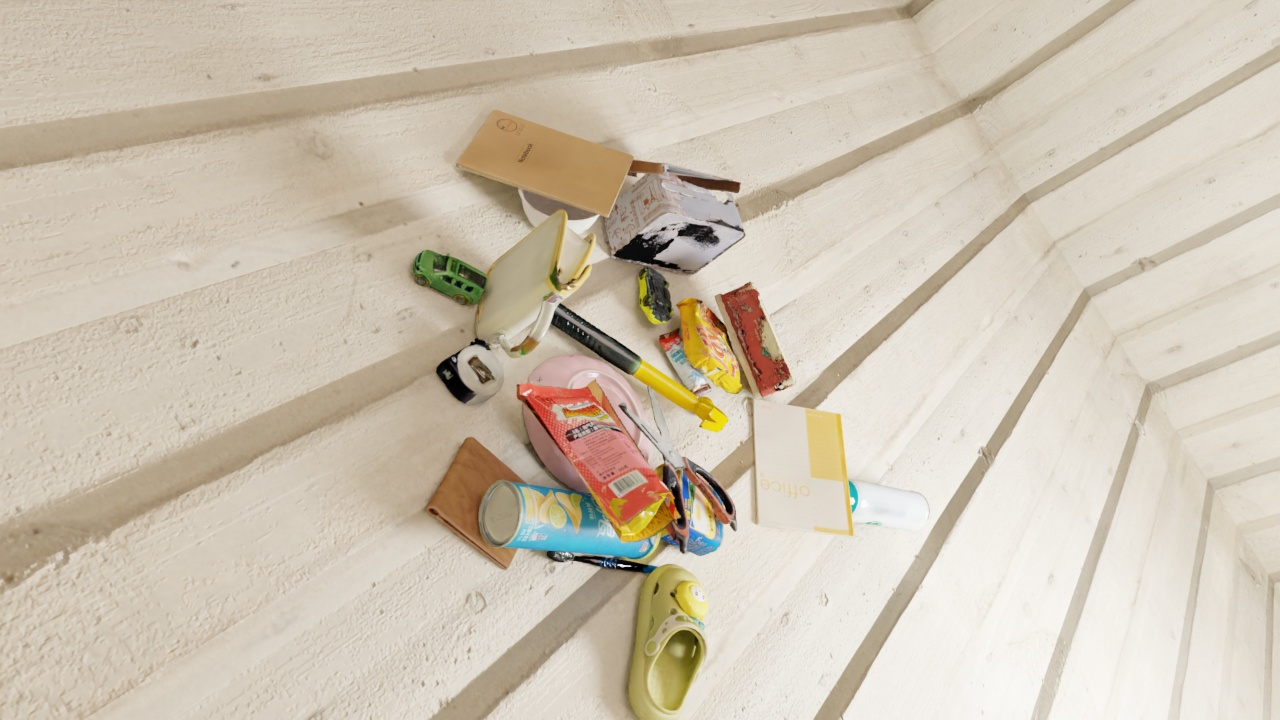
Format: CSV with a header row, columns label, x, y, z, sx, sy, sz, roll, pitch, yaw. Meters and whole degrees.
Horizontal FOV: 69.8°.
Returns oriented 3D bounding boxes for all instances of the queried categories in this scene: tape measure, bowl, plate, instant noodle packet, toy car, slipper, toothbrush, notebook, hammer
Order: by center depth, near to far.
label,x,y,z,sx,sy,sz,roll,pitch,yaw
tape measure,-0.188,0.016,1.041,0.066,0.034,0.065,53,42,-4
slipper,0.045,0.319,1.043,0.091,0.082,0.190,38,46,-25
toothbrush,-0.030,0.237,1.070,0.189,0.016,0.014,19,64,-38
toy car,-0.223,-0.100,1.081,0.091,0.036,0.043,23,52,-29
plate,-0.055,0.073,1.132,0.192,0.039,0.192,25,49,-33
hammer,-0.007,0.007,1.199,0.300,0.033,0.129,33,3,-15
bowl,-0.108,-0.200,1.224,0.118,0.065,0.118,9,46,-10
notebook,-0.123,-0.267,1.230,0.207,0.008,0.147,19,45,0
toy car,0.018,-0.093,1.320,0.048,0.032,0.105,28,37,-30
instant noodle packet,0.100,-0.022,1.322,0.110,0.044,0.128,35,33,-39
notebook,0.236,0.156,1.345,0.146,0.010,0.205,10,55,-10

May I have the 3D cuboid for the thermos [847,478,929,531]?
label,x,y,z,sx,sy,sz,roll,pitch,yaw
thermos,0.358,0.225,1.427,0.224,0.073,0.073,15,55,-38

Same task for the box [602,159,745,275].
label,x,y,z,sx,sy,sz,roll,pitch,yaw
box,0.042,-0.243,1.351,0.181,0.151,0.166,7,58,-42

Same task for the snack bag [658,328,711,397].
label,x,y,z,sx,sy,sz,roll,pitch,yaw
snack bag,0.063,0.006,1.304,0.048,0.026,0.104,-25,84,-41

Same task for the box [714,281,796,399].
label,x,y,z,sx,sy,sz,roll,pitch,yaw
box,0.179,-0.033,1.368,0.091,0.078,0.168,-14,82,-79

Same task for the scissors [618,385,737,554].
label,x,y,z,sx,sy,sz,roll,pitch,yaw
scissors,0.048,0.133,1.117,0.188,0.015,0.224,22,47,-43

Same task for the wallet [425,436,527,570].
label,x,y,z,sx,sy,sz,roll,pitch,yaw
wallet,-0.165,0.153,0.988,0.115,0.020,0.101,43,44,-21

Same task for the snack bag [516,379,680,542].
label,x,y,z,sx,sy,sz,roll,pitch,yaw
snack bag,-0.044,0.100,1.017,0.128,0.073,0.208,-1,45,-49

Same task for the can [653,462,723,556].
label,x,y,z,sx,sy,sz,roll,pitch,yaw
can,0.059,0.188,1.159,0.083,0.057,0.101,30,47,-31

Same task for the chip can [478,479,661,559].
label,x,y,z,sx,sy,sz,roll,pitch,yaw
chip can,-0.072,0.178,1.008,0.210,0.071,0.071,16,54,-44

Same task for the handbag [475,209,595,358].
label,x,y,z,sx,sy,sz,roll,pitch,yaw
handbag,-0.125,-0.067,1.057,0.063,0.164,0.178,32,48,-28
